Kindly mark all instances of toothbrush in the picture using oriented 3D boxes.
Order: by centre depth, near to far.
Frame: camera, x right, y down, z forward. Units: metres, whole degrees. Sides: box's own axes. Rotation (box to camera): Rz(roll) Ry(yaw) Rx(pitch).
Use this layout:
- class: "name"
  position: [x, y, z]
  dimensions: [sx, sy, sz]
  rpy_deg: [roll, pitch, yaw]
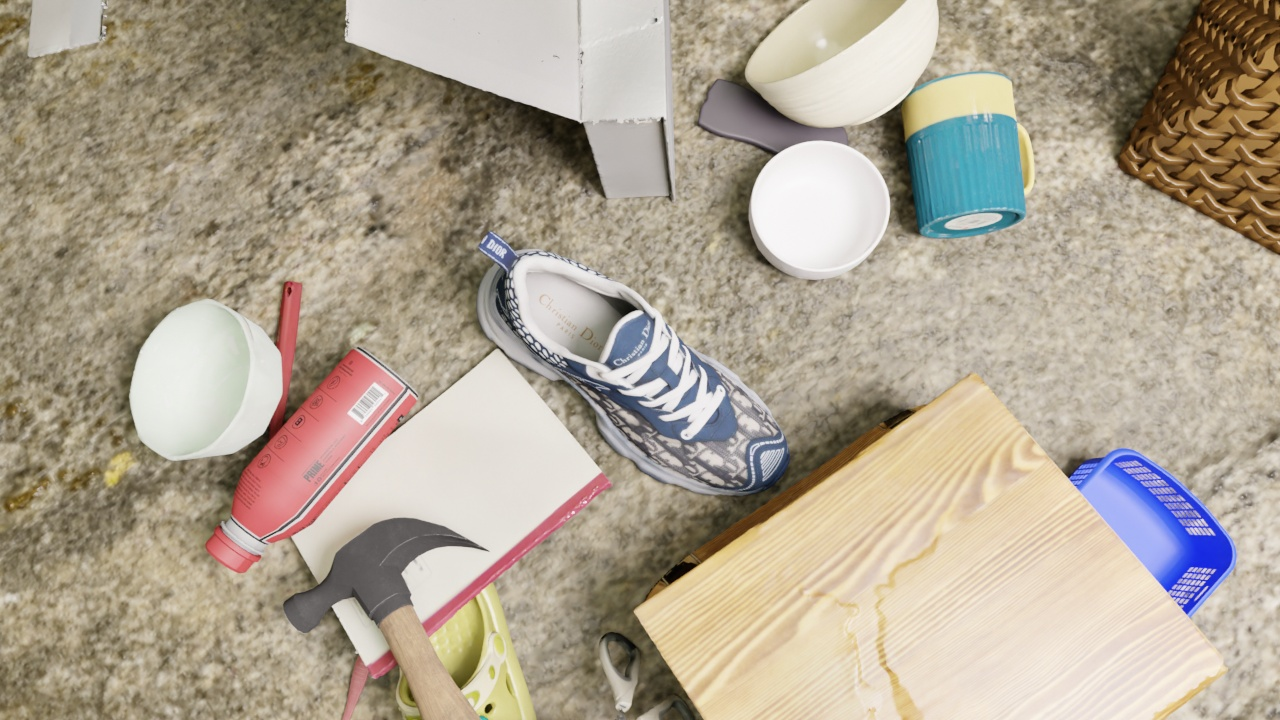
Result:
- class: "toothbrush"
  position: [-0.205, 0.225, 0.676]
  dimensions: [0.015, 0.016, 0.184]
  rpy_deg: [16, 79, 9]
- class: "toothbrush"
  position: [-0.280, 0.031, 0.707]
  dimensions: [0.016, 0.016, 0.189]
  rpy_deg: [3, 81, 1]

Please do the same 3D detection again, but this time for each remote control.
- class: "remote control"
  position: [0.109, -0.189, 0.747]
  dimensions: [0.124, 0.009, 0.046]
  rpy_deg: [23, 81, 4]

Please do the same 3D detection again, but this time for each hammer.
- class: "hammer"
  position: [-0.107, 0.233, 0.570]
  dimensions: [0.132, 0.040, 0.305]
  rpy_deg: [-37, 63, -3]

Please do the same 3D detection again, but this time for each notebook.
- class: "notebook"
  position: [-0.145, 0.104, 0.669]
  dimensions: [0.208, 0.012, 0.153]
  rpy_deg: [-39, 61, -7]

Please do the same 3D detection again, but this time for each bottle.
- class: "bottle"
  position: [-0.242, 0.075, 0.668]
  dimensions: [0.062, 0.062, 0.176]
  rpy_deg: [37, 76, 6]

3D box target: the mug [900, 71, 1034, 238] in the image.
- class: "mug"
  position: [0.262, -0.155, 0.711]
  dimensions: [0.113, 0.083, 0.107]
  rpy_deg: [0, 80, -28]

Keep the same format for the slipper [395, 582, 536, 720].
- class: "slipper"
  position: [-0.126, 0.233, 0.643]
  dimensions: [0.091, 0.082, 0.190]
  rpy_deg: [-12, 78, -5]

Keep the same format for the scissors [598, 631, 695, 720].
- class: "scissors"
  position: [-0.001, 0.240, 0.611]
  dimensions: [0.012, 0.163, 0.154]
  rpy_deg: [-45, 119, 10]

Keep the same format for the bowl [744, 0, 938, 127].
- class: "bowl"
  position: [0.163, -0.230, 0.701]
  dimensions: [0.150, 0.151, 0.075]
  rpy_deg: [-45, 118, -7]

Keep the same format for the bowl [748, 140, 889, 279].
- class: "bowl"
  position: [0.135, -0.112, 0.712]
  dimensions: [0.105, 0.054, 0.104]
  rpy_deg: [0, 80, 2]

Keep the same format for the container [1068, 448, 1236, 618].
- class: "container"
  position: [0.354, 0.129, 0.669]
  dimensions: [0.096, 0.058, 0.114]
  rpy_deg: [-44, 83, -7]

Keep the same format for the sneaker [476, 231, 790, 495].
- class: "sneaker"
  position: [-0.004, 0.004, 0.651]
  dimensions: [0.269, 0.132, 0.103]
  rpy_deg: [37, 80, 1]

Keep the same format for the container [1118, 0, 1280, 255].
- class: "container"
  position: [0.538, -0.225, 0.649]
  dimensions: [0.219, 0.214, 0.251]
  rpy_deg: [30, 82, 5]

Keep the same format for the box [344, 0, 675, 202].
- class: "box"
  position: [-0.075, -0.241, 0.542]
  dimensions: [0.119, 0.478, 0.166]
  rpy_deg: [-6, 79, 26]

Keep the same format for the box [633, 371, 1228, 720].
- class: "box"
  position: [0.168, 0.185, 0.619]
  dimensions: [0.279, 0.168, 0.245]
  rpy_deg: [-34, 75, -5]

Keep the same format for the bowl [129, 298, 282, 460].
- class: "bowl"
  position: [-0.310, 0.018, 0.679]
  dimensions: [0.118, 0.061, 0.117]
  rpy_deg: [-5, 77, 22]
